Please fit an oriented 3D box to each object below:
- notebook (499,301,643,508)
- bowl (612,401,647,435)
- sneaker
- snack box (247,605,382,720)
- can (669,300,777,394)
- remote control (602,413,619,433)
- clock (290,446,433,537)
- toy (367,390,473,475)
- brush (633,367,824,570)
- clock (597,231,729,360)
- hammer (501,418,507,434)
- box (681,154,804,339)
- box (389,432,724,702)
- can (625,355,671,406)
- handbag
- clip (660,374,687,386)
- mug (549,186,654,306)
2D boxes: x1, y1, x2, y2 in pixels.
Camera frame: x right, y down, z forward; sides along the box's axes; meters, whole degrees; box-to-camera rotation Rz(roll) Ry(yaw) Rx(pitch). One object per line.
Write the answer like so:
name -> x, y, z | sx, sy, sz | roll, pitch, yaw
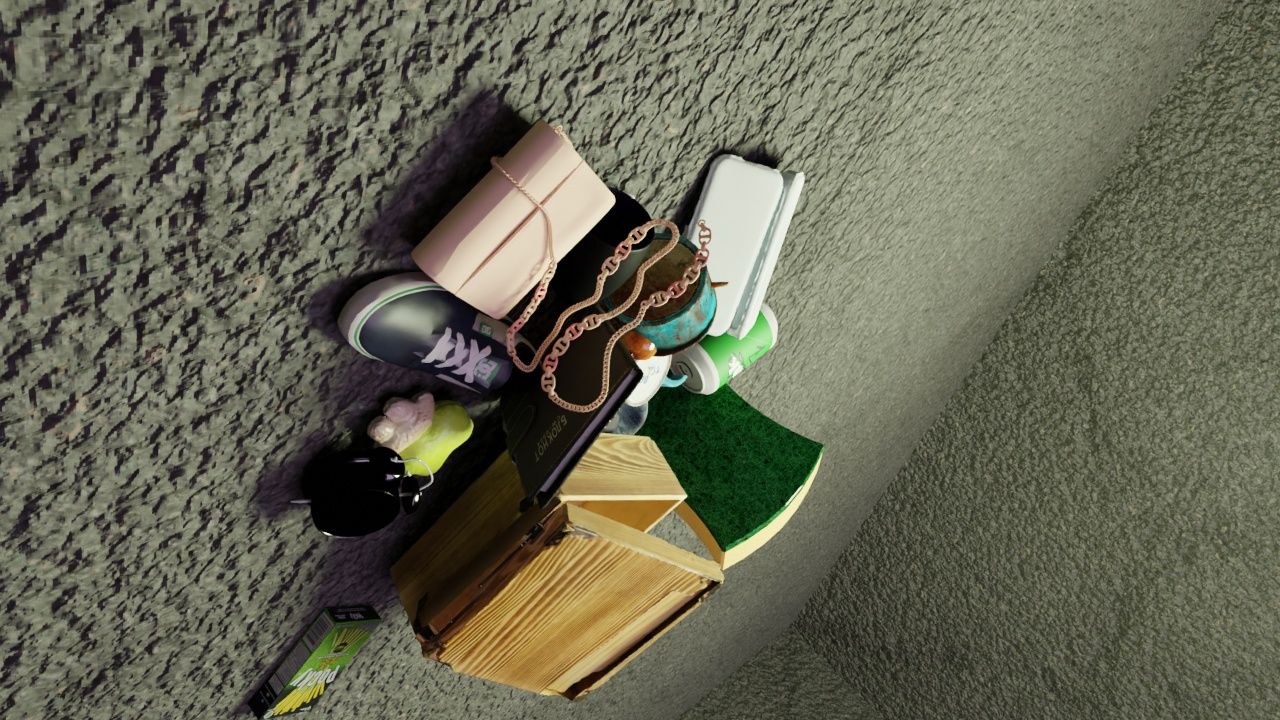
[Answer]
notebook -> -0.078, 0.028, 0.894 | 0.029, 0.209, 0.170 | 31, 103, -25
bowl -> -0.046, 0.073, 1.150 | 0.110, 0.055, 0.110 | -36, 151, -24
sneaker -> -0.163, -0.013, 0.816 | 0.084, 0.079, 0.235 | -52, 154, 10
snack box -> -0.375, 0.348, 1.062 | 0.147, 0.025, 0.080 | -51, 155, 6
can -> 0.109, -0.023, 1.218 | 0.139, 0.088, 0.088 | -36, 152, -24
remote control -> -0.054, 0.060, 1.049 | 0.046, 0.009, 0.124 | -50, 149, -10
clock -> -0.255, 0.121, 0.858 | 0.120, 0.042, 0.091 | -19, 143, -6
toy -> -0.216, 0.069, 0.892 | 0.092, 0.046, 0.115 | -46, 147, 2
brush -> 0.093, 0.128, 1.219 | 0.194, 0.250, 0.075 | -41, 154, -22
clock -> 0.007, -0.057, 0.977 | 0.157, 0.121, 0.073 | -38, 149, -6
hammer -> -0.030, -0.018, 1.065 | 0.328, 0.052, 0.098 | -49, 155, -6
box -> 0.121, -0.127, 1.067 | 0.185, 0.084, 0.211 | -2, 117, -52
box -> -0.101, 0.243, 1.044 | 0.280, 0.220, 0.258 | -44, 148, 24
can -> -0.006, 0.006, 1.029 | 0.086, 0.043, 0.086 | -40, 146, -35
handbag -> -0.061, -0.087, 0.743 | 0.199, 0.187, 0.116 | -45, 161, 4
clip -> 0.015, -0.004, 1.120 | 0.120, 0.033, 0.119 | 5, 91, -49
mug -> -0.039, -0.113, 0.885 | 0.100, 0.085, 0.118 | -54, -172, 44
